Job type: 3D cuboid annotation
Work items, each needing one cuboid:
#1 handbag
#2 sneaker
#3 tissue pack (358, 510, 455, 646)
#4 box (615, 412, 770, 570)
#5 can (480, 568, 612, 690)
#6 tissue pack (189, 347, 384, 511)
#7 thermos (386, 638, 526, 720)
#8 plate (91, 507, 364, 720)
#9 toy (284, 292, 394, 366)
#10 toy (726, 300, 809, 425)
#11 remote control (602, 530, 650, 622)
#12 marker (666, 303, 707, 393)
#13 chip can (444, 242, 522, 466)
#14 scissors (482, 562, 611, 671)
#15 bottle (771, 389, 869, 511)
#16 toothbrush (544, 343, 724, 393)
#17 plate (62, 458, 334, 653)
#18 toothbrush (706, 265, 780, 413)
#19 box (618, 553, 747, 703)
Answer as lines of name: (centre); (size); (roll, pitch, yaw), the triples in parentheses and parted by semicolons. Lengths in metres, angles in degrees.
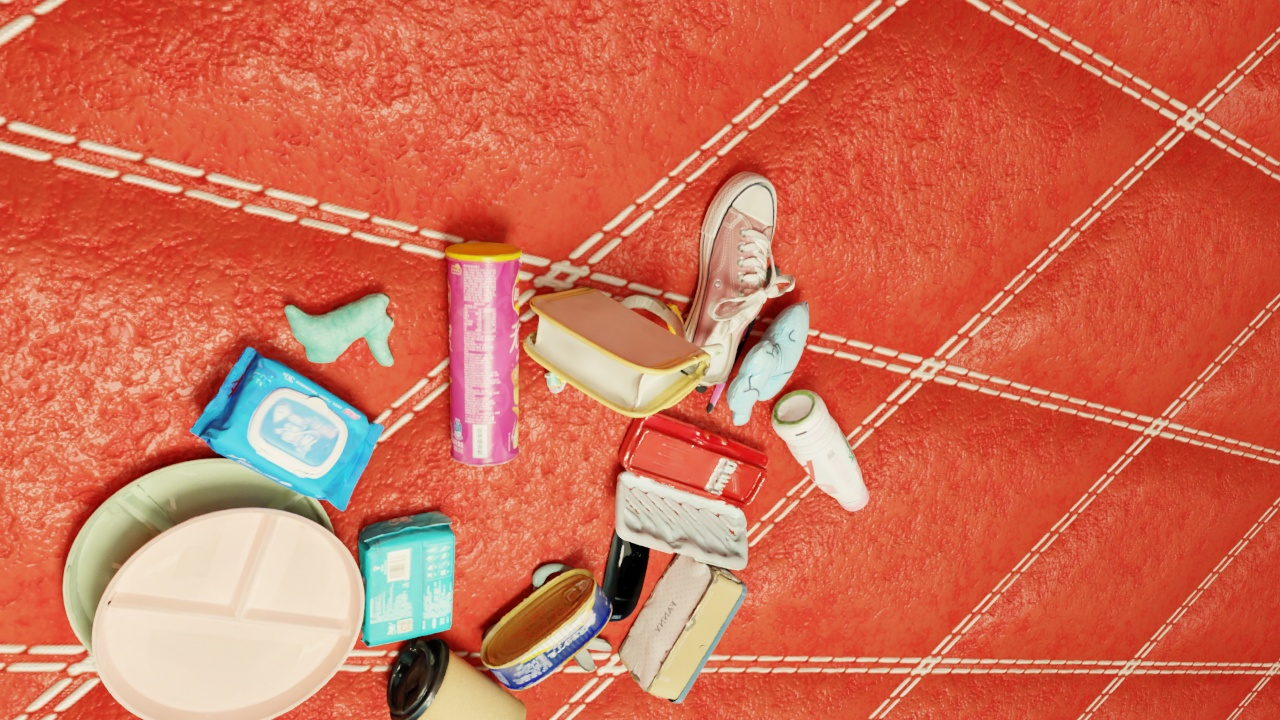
handbag: (-0.009, -0.017, 0.916); (0.178, 0.163, 0.063); (-23, 137, -52)
sneaker: (0.109, -0.082, 0.991); (0.118, 0.088, 0.241); (13, 95, -37)
tissue pack: (-0.239, 0.226, 0.938); (0.093, 0.050, 0.133); (-4, 109, -29)
box: (0.059, 0.152, 1.068); (0.201, 0.064, 0.160); (22, 76, -33)
can: (-0.101, 0.293, 1.001); (0.148, 0.074, 0.049); (-37, 122, -12)
tissue pack: (-0.311, 0.065, 0.829); (0.157, 0.052, 0.094); (38, 66, -32)
thermos: (-0.195, 0.361, 0.975); (0.143, 0.093, 0.093); (38, 87, -26)
plate: (-0.375, 0.237, 0.849); (0.229, 0.028, 0.230); (-10, 111, -27)
toy: (-0.269, -0.026, 0.849); (0.091, 0.030, 0.096); (-27, 123, -16)
toy: (0.150, 0.002, 1.050); (0.161, 0.050, 0.156); (-66, 159, 5)
remote control: (-0.016, 0.251, 1.082); (0.053, 0.024, 0.136); (4, 105, -28)
marker: (0.051, -0.012, 1.036); (0.018, 0.015, 0.124); (-36, 123, -18)
chip can: (-0.153, -0.006, 0.894); (0.071, 0.071, 0.211); (-6, 110, -27)
scissors: (-0.109, 0.322, 1.061); (0.171, 0.019, 0.177); (-32, 120, -16)
bottle: (0.233, 0.120, 1.149); (0.068, 0.068, 0.197); (-44, 125, -9)
toothbrush: (-0.006, 0.006, 0.958); (0.189, 0.020, 0.029); (-11, 132, 5)
plate: (-0.402, 0.195, 0.853); (0.229, 0.027, 0.230); (-9, 111, -25)
toothbrush: (0.120, -0.023, 1.070); (0.017, 0.014, 0.189); (18, 98, -44)
box: (0.046, 0.321, 1.103); (0.063, 0.090, 0.184); (28, 95, -33)
